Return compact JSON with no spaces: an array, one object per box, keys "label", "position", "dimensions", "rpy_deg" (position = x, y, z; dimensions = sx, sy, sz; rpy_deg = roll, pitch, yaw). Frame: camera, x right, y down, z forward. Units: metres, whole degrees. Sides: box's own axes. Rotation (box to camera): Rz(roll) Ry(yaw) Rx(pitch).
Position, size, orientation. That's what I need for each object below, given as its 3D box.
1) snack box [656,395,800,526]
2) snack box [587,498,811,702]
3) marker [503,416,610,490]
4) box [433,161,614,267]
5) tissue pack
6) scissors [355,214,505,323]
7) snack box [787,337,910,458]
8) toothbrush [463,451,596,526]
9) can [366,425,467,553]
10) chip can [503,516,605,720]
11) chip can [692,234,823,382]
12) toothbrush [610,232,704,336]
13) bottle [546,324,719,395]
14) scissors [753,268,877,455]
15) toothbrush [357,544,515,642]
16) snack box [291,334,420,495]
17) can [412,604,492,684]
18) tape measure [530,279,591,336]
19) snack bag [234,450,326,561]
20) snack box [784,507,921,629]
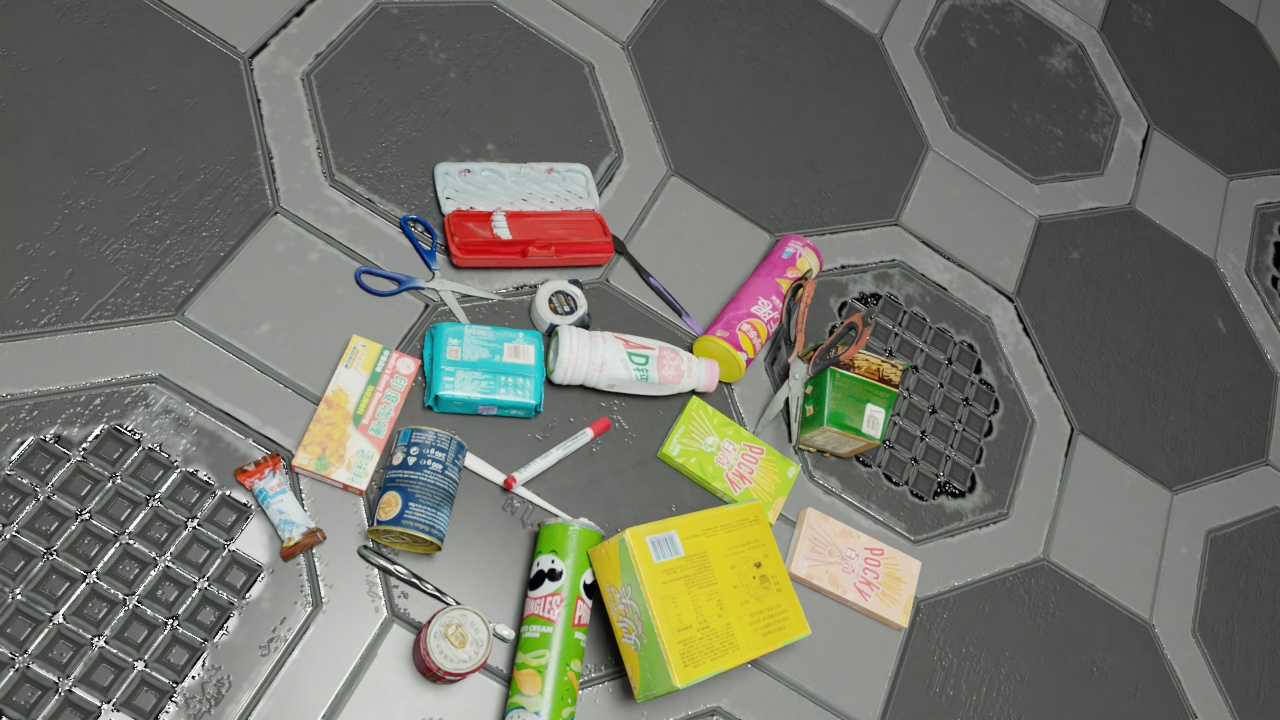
[{"label":"snack box","position":[0.104,0.118,1.071],"dimensions":[0.156,0.026,0.085],"rpy_deg":[34,61,-3]},{"label":"snack box","position":[0.063,0.239,0.941],"dimensions":[0.209,0.070,0.157],"rpy_deg":[-4,67,-44]},{"label":"marker","position":[-0.090,0.101,1.006],"dimensions":[0.144,0.017,0.017],"rpy_deg":[-31,80,-34]},{"label":"box","position":[-0.141,-0.178,1.110],"dimensions":[0.200,0.039,0.158],"rpy_deg":[-4,53,-22]},{"label":"tissue pack","position":[-0.171,0.011,1.006],"dimensions":[0.133,0.050,0.093],"rpy_deg":[6,67,-17]},{"label":"scissors","position":[-0.242,-0.096,1.051],"dimensions":[0.162,0.012,0.174],"rpy_deg":[-9,72,-24]},{"label":"snack box","position":[0.242,0.052,1.100],"dimensions":[0.118,0.118,0.105],"rpy_deg":[17,67,-15]},{"label":"toothbrush","position":[-0.126,0.140,0.985],"dimensions":[0.180,0.016,0.016],"rpy_deg":[31,53,-4]},{"label":"can","position":[-0.222,0.129,0.922],"dimensions":[0.075,0.075,0.111],"rpy_deg":[17,63,-12]},{"label":"chip can","position":[-0.087,0.279,0.907],"dimensions":[0.072,0.072,0.235],"rpy_deg":[15,64,-13]},{"label":"chip can","position":[0.149,-0.069,1.144],"dimensions":[0.071,0.072,0.210],"rpy_deg":[40,60,0]},{"label":"toothbrush","position":[0.022,-0.089,1.143],"dimensions":[0.189,0.017,0.014],"rpy_deg":[46,69,1]},{"label":"bottle","position":[-0.006,0.006,1.058],"dimensions":[0.196,0.068,0.068],"rpy_deg":[9,65,-17]},{"label":"scissors","position":[0.190,-0.002,1.069],"dimensions":[0.015,0.226,0.188],"rpy_deg":[16,39,-34]},{"label":"toothbrush","position":[-0.203,0.233,0.918],"dimensions":[0.181,0.018,0.015],"rpy_deg":[31,64,-3]},{"label":"snack box","position":[-0.294,0.055,0.956],"dimensions":[0.077,0.027,0.155],"rpy_deg":[22,62,-11]},{"label":"can","position":[-0.177,0.268,0.866],"dimensions":[0.066,0.094,0.066],"rpy_deg":[7,65,-17]},{"label":"tape measure","position":[-0.095,-0.061,1.075],"dimensions":[0.066,0.034,0.065],"rpy_deg":[-4,67,-23]},{"label":"snack bag","position":[-0.352,0.142,0.899],"dimensions":[0.048,0.026,0.104],"rpy_deg":[-29,79,-16]},{"label":"snack box","position":[0.247,0.242,1.067],"dimensions":[0.157,0.026,0.084],"rpy_deg":[26,61,-7]}]
